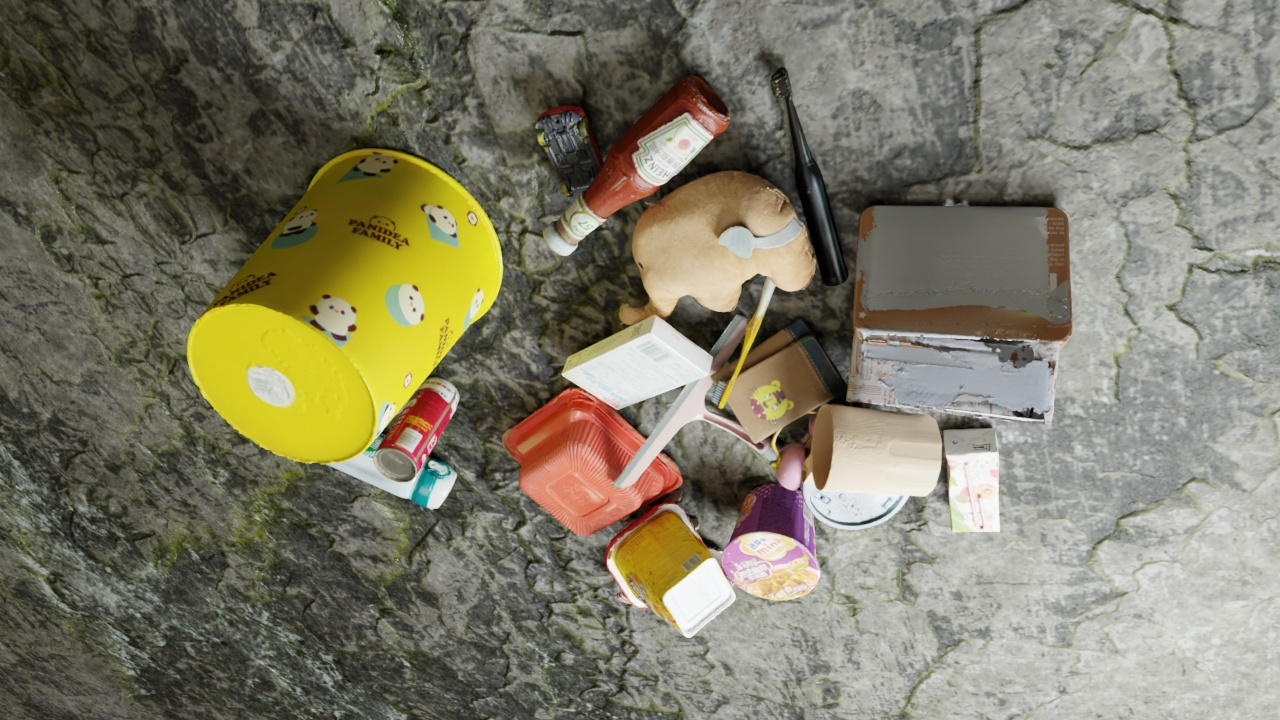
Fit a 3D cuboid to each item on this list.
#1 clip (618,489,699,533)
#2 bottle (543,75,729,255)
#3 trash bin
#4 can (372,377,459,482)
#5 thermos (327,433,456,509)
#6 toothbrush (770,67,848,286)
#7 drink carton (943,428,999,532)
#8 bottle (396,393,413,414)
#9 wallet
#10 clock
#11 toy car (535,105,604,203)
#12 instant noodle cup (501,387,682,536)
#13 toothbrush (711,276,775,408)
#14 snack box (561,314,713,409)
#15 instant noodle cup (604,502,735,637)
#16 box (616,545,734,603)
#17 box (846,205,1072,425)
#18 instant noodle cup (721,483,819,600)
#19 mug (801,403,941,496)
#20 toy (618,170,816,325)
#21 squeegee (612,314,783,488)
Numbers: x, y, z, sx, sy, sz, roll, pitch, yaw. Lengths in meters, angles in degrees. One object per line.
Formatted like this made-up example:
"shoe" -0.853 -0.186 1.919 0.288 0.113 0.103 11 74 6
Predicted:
"clip" 0.017 0.196 1.149 0.097 0.034 0.061 -17 119 22
"bottle" -0.011 -0.170 0.834 0.060 0.059 0.207 42 118 -17
"trash bin" -0.287 -0.049 0.905 0.230 0.254 0.230 8 129 10
"can" -0.260 0.079 1.076 0.053 0.132 0.053 8 129 10
"thermos" -0.347 0.121 1.180 0.224 0.073 0.073 25 130 -3
"toothbrush" 0.152 -0.161 0.830 0.026 0.027 0.213 21 142 49
"drink carton" 0.357 0.132 0.985 0.054 0.045 0.123 -4 126 18
"bottle" -0.347 -0.014 1.089 0.080 0.043 0.195 -20 121 39
"wallet" 0.142 0.022 0.944 0.115 0.033 0.090 -33 95 17
"clock" 0.212 0.109 0.984 0.158 0.059 0.117 31 112 -16
"toy car" -0.061 -0.192 0.867 0.049 0.031 0.106 -8 136 17
"instant noodle cup" -0.066 0.132 1.095 0.189 0.078 0.165 43 126 -15
"toothbrush" 0.110 -0.038 0.909 0.018 0.016 0.192 25 110 12
"snack box" -0.006 0.006 0.975 0.084 0.026 0.157 34 146 -26
"instant noodle cup" 0.039 0.248 1.072 0.124 0.116 0.116 31 153 58
"box" 0.045 0.295 1.187 0.164 0.080 0.075 -17 126 25
"box" 0.282 -0.047 0.838 0.183 0.156 0.192 7 87 12
"instant noodle cup" 0.155 0.206 1.070 0.111 0.099 0.112 7 127 9
"mug" 0.222 0.097 0.897 0.103 0.084 0.125 5 152 -2
"toy" 0.054 -0.100 0.873 0.227 0.082 0.143 -18 114 41
"squeegee" 0.136 0.098 1.030 0.249 0.040 0.248 29 112 -15
